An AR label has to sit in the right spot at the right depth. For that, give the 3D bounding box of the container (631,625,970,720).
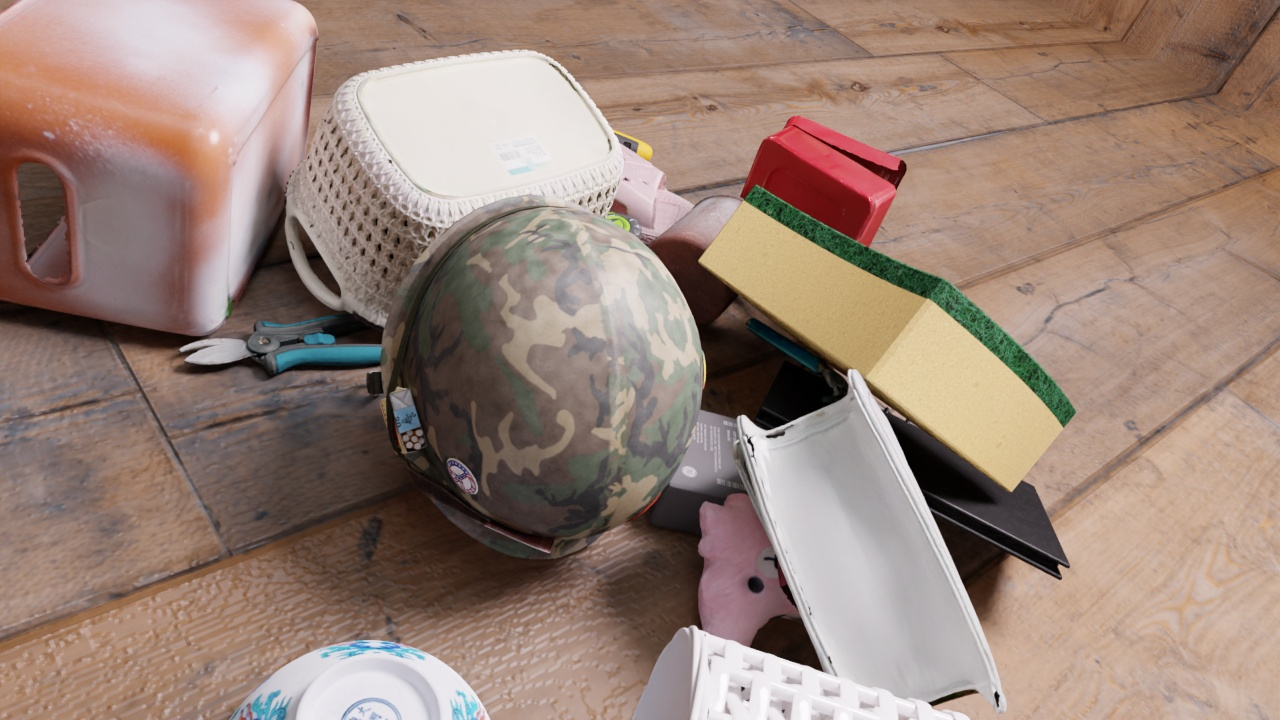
[{"bbox_3d":[0.080,0.228,0.379,0.187,0.190,0.188,19,38,-1],"label":"container"}]

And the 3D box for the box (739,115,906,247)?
[{"bbox_3d":[0.153,-0.128,0.863,0.136,0.158,0.117,27,43,9],"label":"box"}]

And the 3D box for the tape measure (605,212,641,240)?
[{"bbox_3d":[-0.031,-0.112,0.855,0.065,0.036,0.059,-23,47,-37],"label":"tape measure"}]

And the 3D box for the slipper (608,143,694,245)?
[{"bbox_3d":[-0.045,-0.184,0.911,0.239,0.065,0.094,19,38,0],"label":"slipper"}]

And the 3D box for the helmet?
[{"bbox_3d":[-0.061,0.014,0.570,0.192,0.224,0.236,-7,21,-23],"label":"helmet"}]

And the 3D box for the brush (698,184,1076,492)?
[{"bbox_3d":[0.178,-0.021,0.691,0.195,0.075,0.250,33,7,-36],"label":"brush"}]

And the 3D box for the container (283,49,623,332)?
[{"bbox_3d":[-0.133,-0.135,0.705,0.250,0.144,0.184,-24,74,-38],"label":"container"}]

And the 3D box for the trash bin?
[{"bbox_3d":[-0.338,-0.156,0.652,0.157,0.182,0.259,14,38,-12],"label":"trash bin"}]

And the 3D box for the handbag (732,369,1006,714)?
[{"bbox_3d":[0.132,0.117,0.547,0.198,0.096,0.142,69,12,20],"label":"handbag"}]

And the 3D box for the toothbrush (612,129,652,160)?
[{"bbox_3d":[-0.082,-0.250,1.001,0.196,0.031,0.030,15,25,-2],"label":"toothbrush"}]

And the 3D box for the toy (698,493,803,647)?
[{"bbox_3d":[0.069,0.132,0.589,0.098,0.053,0.096,-13,79,-36],"label":"toy"}]

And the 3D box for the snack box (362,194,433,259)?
[{"bbox_3d":[-0.159,-0.106,0.796,0.147,0.025,0.080,12,39,-12],"label":"snack box"}]

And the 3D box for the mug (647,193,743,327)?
[{"bbox_3d":[0.073,-0.083,0.821,0.123,0.096,0.110,24,44,18],"label":"mug"}]

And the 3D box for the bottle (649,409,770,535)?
[{"bbox_3d":[0.096,0.092,0.661,0.174,0.046,0.083,14,39,-9],"label":"bottle"}]

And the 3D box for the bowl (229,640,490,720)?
[{"bbox_3d":[-0.128,0.184,0.427,0.144,0.074,0.143,13,39,-11],"label":"bowl"}]

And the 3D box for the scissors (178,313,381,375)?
[{"bbox_3d":[-0.237,-0.010,0.653,0.150,0.019,0.130,23,38,1],"label":"scissors"}]

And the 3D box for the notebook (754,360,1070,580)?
[{"bbox_3d":[0.205,0.073,0.711,0.231,0.019,0.168,27,17,8],"label":"notebook"}]

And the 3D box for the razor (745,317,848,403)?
[{"bbox_3d":[0.132,-0.002,0.760,0.042,0.022,0.144,12,22,-36],"label":"razor"}]
